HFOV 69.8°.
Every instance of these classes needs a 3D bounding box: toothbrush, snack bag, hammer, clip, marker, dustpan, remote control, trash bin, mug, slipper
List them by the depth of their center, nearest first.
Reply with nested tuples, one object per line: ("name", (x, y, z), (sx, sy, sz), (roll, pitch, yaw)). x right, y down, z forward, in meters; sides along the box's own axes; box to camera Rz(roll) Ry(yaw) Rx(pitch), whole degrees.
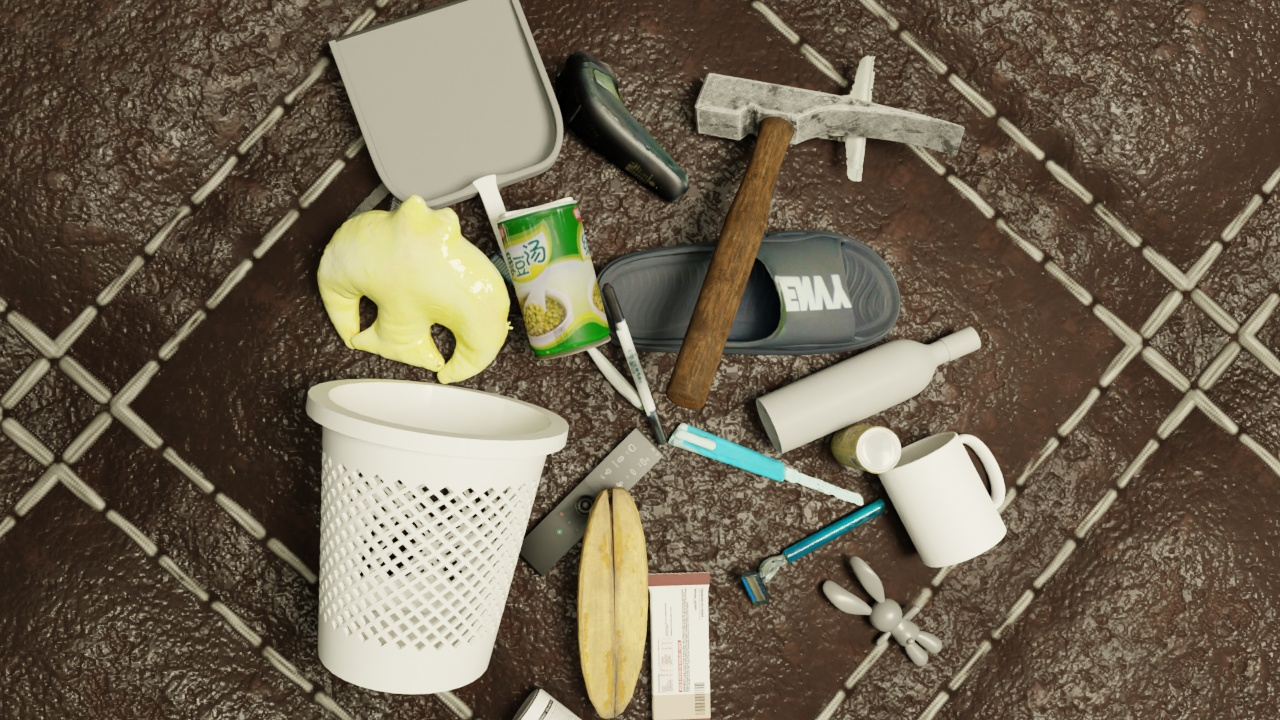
("trash bin", (-0.168, 0.133, 0.713), (0.195, 0.195, 0.199), (10, 97, -2))
("hammer", (0.116, -0.089, 0.724), (0.218, 0.037, 0.299), (15, 68, 14))
("slipper", (0.091, -0.060, 0.774), (0.268, 0.083, 0.110), (-2, 86, -1))
("marker", (-0.005, 0.005, 0.777), (0.011, 0.011, 0.152), (-21, 109, -3))
("dustpan", (-0.142, -0.177, 0.781), (0.163, 0.033, 0.257), (-20, 96, -7))
("mug", (0.268, 0.110, 0.786), (0.110, 0.074, 0.090), (-27, 89, -29))
("snack bag", (0.034, 0.263, 0.792), (0.057, 0.013, 0.158), (-2, 88, -5))
("remote control", (-0.044, 0.122, 0.794), (0.150, 0.013, 0.034), (-45, 90, -3))
("toothbrush", (-0.063, -0.025, 0.798), (0.017, 0.016, 0.189), (-44, 90, 6))
("clip", (0.183, -0.214, 0.809), (0.052, 0.058, 0.102), (9, 86, -26))

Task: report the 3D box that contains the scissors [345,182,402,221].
("scissors", (-0.199, -0.180, 0.798), (0.157, 0.012, 0.166), (-18, 93, -4))

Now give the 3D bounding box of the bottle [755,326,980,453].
("bottle", (0.199, 0.018, 0.789), (0.195, 0.052, 0.052), (-23, 89, -3))

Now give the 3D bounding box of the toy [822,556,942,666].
("toy", (0.212, 0.220, 0.794), (0.111, 0.030, 0.049), (42, 101, -6))

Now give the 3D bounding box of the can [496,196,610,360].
("can", (-0.070, -0.067, 0.747), (0.067, 0.067, 0.121), (-15, 99, -3))

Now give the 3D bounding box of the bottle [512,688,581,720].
("bottle", (-0.053, 0.327, 0.772), (0.116, 0.041, 0.041), (38, 86, -1))

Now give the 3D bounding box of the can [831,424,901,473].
("can", (0.188, 0.073, 0.773), (0.038, 0.079, 0.038), (0, 88, -3))

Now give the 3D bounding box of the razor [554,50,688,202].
("razor", (-0.013, -0.201, 0.794), (0.151, 0.054, 0.067), (43, 60, -7))

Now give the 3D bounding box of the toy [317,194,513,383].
("toy", (-0.184, -0.061, 0.760), (0.170, 0.064, 0.155), (21, 116, 2))

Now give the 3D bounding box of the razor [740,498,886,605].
("razor", (0.151, 0.160, 0.799), (0.144, 0.022, 0.042), (-30, 127, -7))

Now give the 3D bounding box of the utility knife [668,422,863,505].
("utility knife", (0.111, 0.096, 0.800), (0.179, 0.015, 0.022), (22, 87, 0))

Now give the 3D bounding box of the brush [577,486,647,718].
("brush", (-0.024, 0.202, 0.772), (0.059, 0.043, 0.195), (1, 94, -7))
